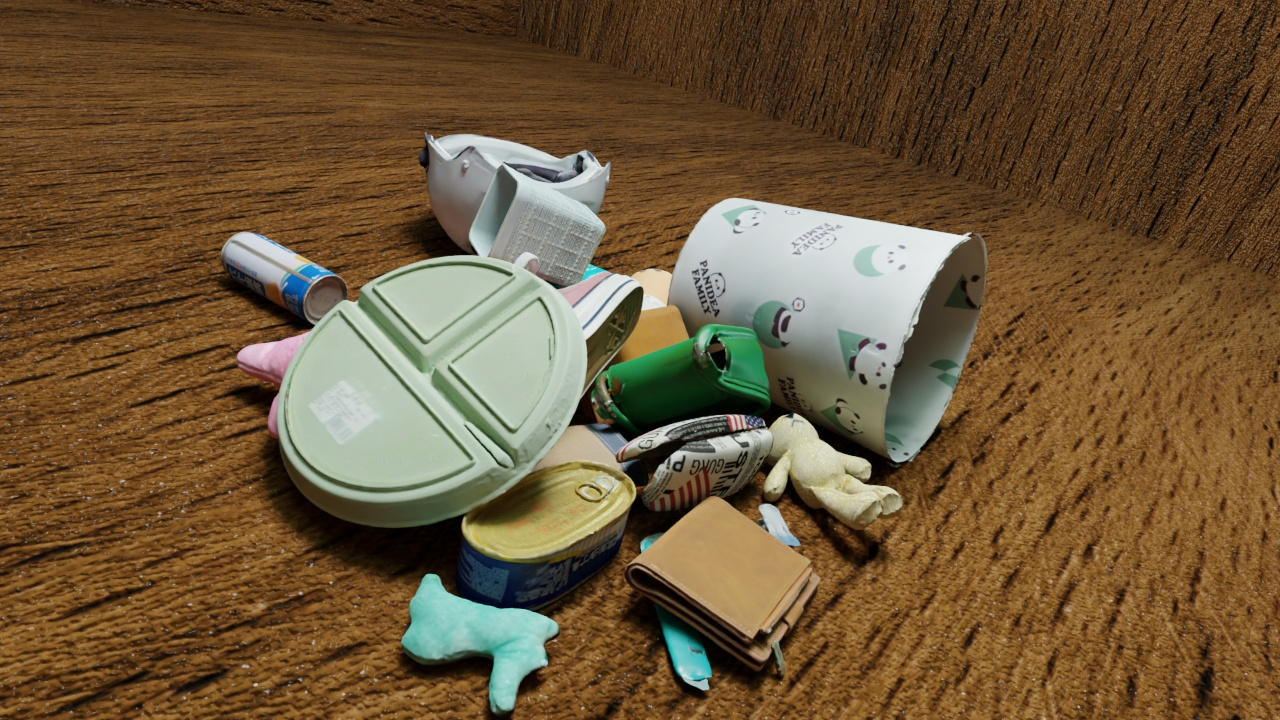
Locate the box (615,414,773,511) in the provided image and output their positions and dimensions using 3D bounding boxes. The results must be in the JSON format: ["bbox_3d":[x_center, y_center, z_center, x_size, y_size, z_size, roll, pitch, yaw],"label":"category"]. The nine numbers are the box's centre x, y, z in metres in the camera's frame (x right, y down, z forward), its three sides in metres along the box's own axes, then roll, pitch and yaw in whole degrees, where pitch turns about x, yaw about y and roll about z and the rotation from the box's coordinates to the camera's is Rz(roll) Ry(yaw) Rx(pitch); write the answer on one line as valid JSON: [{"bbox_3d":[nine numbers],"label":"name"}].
[{"bbox_3d":[0.044,0.065,0.730,0.163,0.075,0.082,-2,41,-51],"label":"box"}]

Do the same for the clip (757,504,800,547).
[{"bbox_3d":[0.106,0.133,0.716,0.026,0.038,0.058,6,23,-9],"label":"clip"}]

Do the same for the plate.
[{"bbox_3d":[-0.151,0.010,0.647,0.230,0.027,0.229,-7,51,9],"label":"plate"}]

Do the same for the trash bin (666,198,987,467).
[{"bbox_3d":[0.180,-0.047,0.917,0.252,0.230,0.228,22,25,31],"label":"trash bin"}]

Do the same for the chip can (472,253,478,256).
[{"bbox_3d":[-0.136,-0.038,0.903,0.071,0.071,0.210,2,26,-23],"label":"chip can"}]

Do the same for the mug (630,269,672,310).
[{"bbox_3d":[0.002,-0.037,0.967,0.078,0.078,0.122,17,32,8],"label":"mug"}]

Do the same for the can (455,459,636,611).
[{"bbox_3d":[-0.062,0.117,0.626,0.075,0.049,0.147,26,27,27],"label":"can"}]

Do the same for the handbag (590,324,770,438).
[{"bbox_3d":[0.036,0.021,0.774,0.132,0.068,0.120,-21,-19,30],"label":"handbag"}]

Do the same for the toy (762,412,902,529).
[{"bbox_3d":[0.154,0.094,0.770,0.105,0.066,0.157,-17,26,-19],"label":"toy"}]

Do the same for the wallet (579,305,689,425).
[{"bbox_3d":[-0.005,0.005,0.864,0.131,0.031,0.107,-11,73,-32],"label":"wallet"}]

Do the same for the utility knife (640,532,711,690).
[{"bbox_3d":[0.023,0.162,0.617,0.029,0.013,0.157,8,25,-14],"label":"utility knife"}]

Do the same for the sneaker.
[{"bbox_3d":[-0.086,-0.011,0.751,0.088,0.118,0.240,22,39,18],"label":"sneaker"}]

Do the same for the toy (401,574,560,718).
[{"bbox_3d":[-0.093,0.164,0.535,0.092,0.030,0.096,9,30,-5],"label":"toy"}]

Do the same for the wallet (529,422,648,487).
[{"bbox_3d":[-0.062,0.082,0.730,0.115,0.033,0.090,-3,26,-31],"label":"wallet"}]

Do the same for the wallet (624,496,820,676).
[{"bbox_3d":[0.068,0.149,0.629,0.119,0.035,0.130,35,25,17],"label":"wallet"}]

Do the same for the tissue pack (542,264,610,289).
[{"bbox_3d":[-0.071,-0.072,1.039,0.093,0.050,0.133,24,26,26],"label":"tissue pack"}]

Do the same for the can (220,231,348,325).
[{"bbox_3d":[-0.357,-0.084,0.915,0.135,0.053,0.053,26,27,26],"label":"can"}]

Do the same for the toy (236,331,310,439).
[{"bbox_3d":[-0.209,0.015,0.741,0.194,0.075,0.178,-14,36,-34],"label":"toy"}]

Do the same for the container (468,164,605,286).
[{"bbox_3d":[-0.107,-0.138,0.972,0.111,0.090,0.090,18,18,-29],"label":"container"}]

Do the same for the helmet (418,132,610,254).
[{"bbox_3d":[-0.164,-0.200,1.158,0.228,0.146,0.259,-2,20,-33],"label":"helmet"}]
